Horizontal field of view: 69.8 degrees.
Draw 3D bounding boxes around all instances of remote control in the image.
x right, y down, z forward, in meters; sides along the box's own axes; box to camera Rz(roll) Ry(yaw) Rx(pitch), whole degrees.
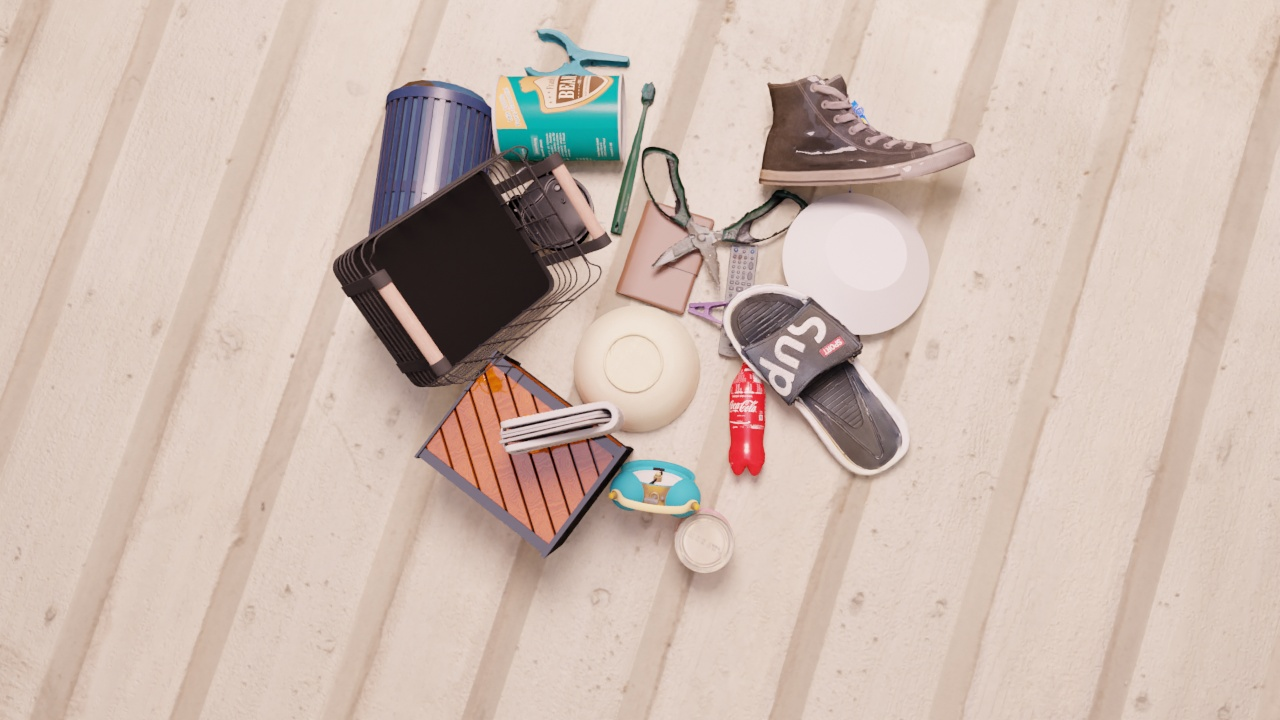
[{"bbox_3d":[0.115,-0.071,1.080,0.033,0.013,0.136,7,85,4],"label":"remote control"}]

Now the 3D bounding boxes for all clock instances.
[{"bbox_3d":[-0.107,-0.181,1.088,0.120,0.042,0.091,41,88,6],"label":"clock"},{"bbox_3d":[0.017,0.140,1.011,0.099,0.129,0.044,7,103,3],"label":"clock"}]

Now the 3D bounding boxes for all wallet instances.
[{"bbox_3d":[0.030,-0.124,1.090,0.087,0.013,0.121,18,84,5],"label":"wallet"},{"bbox_3d":[-0.077,0.064,0.885,0.118,0.115,0.037,-12,84,2],"label":"wallet"}]

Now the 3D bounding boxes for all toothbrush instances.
[{"bbox_3d":[-0.009,-0.244,1.102,0.016,0.017,0.189,12,85,3],"label":"toothbrush"}]

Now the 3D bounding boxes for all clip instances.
[{"bbox_3d":[0.079,-0.057,1.076,0.050,0.013,0.029,8,83,26],"label":"clip"},{"bbox_3d":[-0.086,-0.342,1.112,0.130,0.030,0.120,34,83,7],"label":"clip"}]

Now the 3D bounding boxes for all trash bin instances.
[{"bbox_3d":[-0.241,-0.182,1.050,0.139,0.139,0.249,6,83,3],"label":"trash bin"},{"bbox_3d":[-0.121,0.102,1.014,0.172,0.140,0.139,37,87,6],"label":"trash bin"}]

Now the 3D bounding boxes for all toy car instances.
[{"bbox_3d":[0.251,-0.252,1.085,0.062,0.033,0.092,-31,88,12],"label":"toy car"}]

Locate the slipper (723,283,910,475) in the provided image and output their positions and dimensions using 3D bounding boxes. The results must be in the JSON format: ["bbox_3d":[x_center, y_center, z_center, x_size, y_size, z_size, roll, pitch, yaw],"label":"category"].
[{"bbox_3d":[0.203,0.021,1.019,0.111,0.063,0.264,-39,99,6],"label":"slipper"}]

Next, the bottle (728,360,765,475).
[{"bbox_3d":[0.123,0.061,1.054,0.042,0.042,0.141,1,85,3],"label":"bottle"}]

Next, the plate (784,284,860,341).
[{"bbox_3d":[0.192,-0.031,1.067,0.131,0.025,0.131,0,85,3],"label":"plate"}]

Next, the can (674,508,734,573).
[{"bbox_3d":[0.071,0.201,1.027,0.067,0.076,0.067,0,84,3],"label":"can"}]

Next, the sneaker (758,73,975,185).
[{"bbox_3d":[0.250,-0.258,1.023,0.235,0.095,0.120,5,105,25],"label":"sneaker"}]

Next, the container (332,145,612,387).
[{"bbox_3d":[-0.168,-0.094,0.930,0.240,0.130,0.163,-42,110,-30],"label":"container"}]

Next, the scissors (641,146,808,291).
[{"bbox_3d":[0.080,-0.185,1.086,0.201,0.015,0.205,-30,77,-10],"label":"scissors"}]

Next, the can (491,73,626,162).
[{"bbox_3d":[-0.092,-0.281,1.068,0.144,0.099,0.099,1,85,3],"label":"can"}]

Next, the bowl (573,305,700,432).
[{"bbox_3d":[-0.006,0.006,1.050,0.151,0.075,0.150,0,85,3],"label":"bowl"}]

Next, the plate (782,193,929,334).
[{"bbox_3d":[0.252,-0.119,1.049,0.174,0.036,0.173,1,76,-5],"label":"plate"}]
